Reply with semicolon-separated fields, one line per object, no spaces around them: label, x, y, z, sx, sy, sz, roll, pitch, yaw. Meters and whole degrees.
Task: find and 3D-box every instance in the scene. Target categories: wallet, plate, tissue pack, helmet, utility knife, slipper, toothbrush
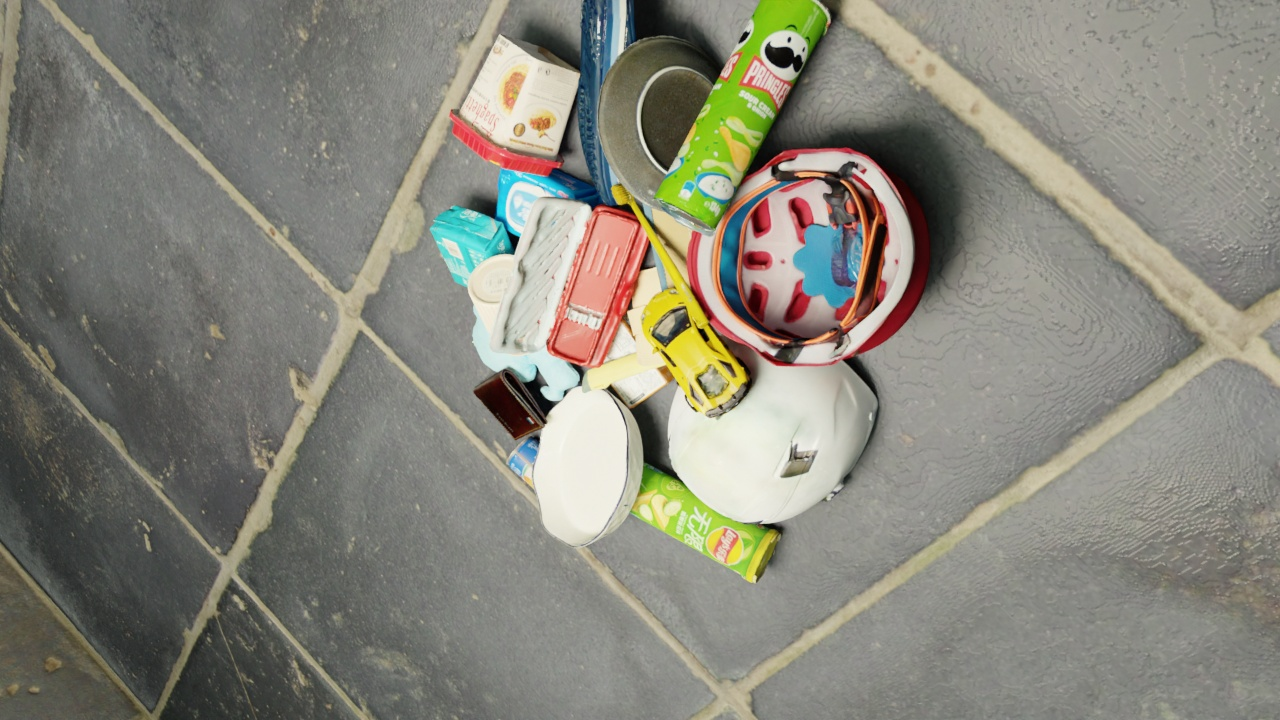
wallet;0.020;-0.053;1.086;0.087;0.024;0.115;-10;86;41
plate;0.039;-0.237;0.921;0.024;0.179;0.179;3;115;56
tissue pack;-0.112;-0.183;1.112;0.157;0.052;0.095;27;123;19
helmet;0.180;-0.100;0.914;0.240;0.143;0.207;4;96;42
plate;-0.066;0.135;1.176;0.205;0.045;0.204;-18;66;47
utility knife;-0.007;0.007;1.119;0.167;0.018;0.031;-19;83;34
tissue pack;-0.204;-0.133;1.170;0.093;0.050;0.134;23;153;21
slipper;-0.018;-0.292;0.984;0.095;0.105;0.253;-7;130;-9
wallet;-0.179;0.062;1.261;0.096;0.020;0.123;54;151;-6
toothbrush;0.019;-0.112;0.962;0.190;0.016;0.016;61;154;19
helmet;0.125;0.088;1.032;0.229;0.145;0.259;42;127;9

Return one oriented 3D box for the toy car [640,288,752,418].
toy car;0.054;-0.010;0.961;0.071;0.041;0.156;-39;70;14

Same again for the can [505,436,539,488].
can;-0.121;0.168;1.278;0.134;0.053;0.053;41;126;10

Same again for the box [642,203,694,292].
box;0.056;-0.137;1.008;0.062;0.089;0.184;-3;107;34

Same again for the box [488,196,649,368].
box;-0.084;-0.089;1.071;0.201;0.161;0.059;-68;28;24

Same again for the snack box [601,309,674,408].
snack box;-0.030;-0.019;1.153;0.075;0.026;0.153;-36;91;37

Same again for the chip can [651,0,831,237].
chip can;0.096;-0.238;0.878;0.072;0.072;0.236;29;93;18

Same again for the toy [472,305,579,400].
toy;-0.162;-0.012;1.224;0.157;0.049;0.161;-10;114;33

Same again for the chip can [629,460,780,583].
chip can;0.064;0.199;1.167;0.221;0.072;0.073;26;123;19

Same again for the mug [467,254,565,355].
mug;-0.146;-0.077;1.132;0.081;0.114;0.106;48;168;32

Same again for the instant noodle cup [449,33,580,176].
instant noodle cup;-0.136;-0.290;1.040;0.116;0.116;0.124;41;116;31
